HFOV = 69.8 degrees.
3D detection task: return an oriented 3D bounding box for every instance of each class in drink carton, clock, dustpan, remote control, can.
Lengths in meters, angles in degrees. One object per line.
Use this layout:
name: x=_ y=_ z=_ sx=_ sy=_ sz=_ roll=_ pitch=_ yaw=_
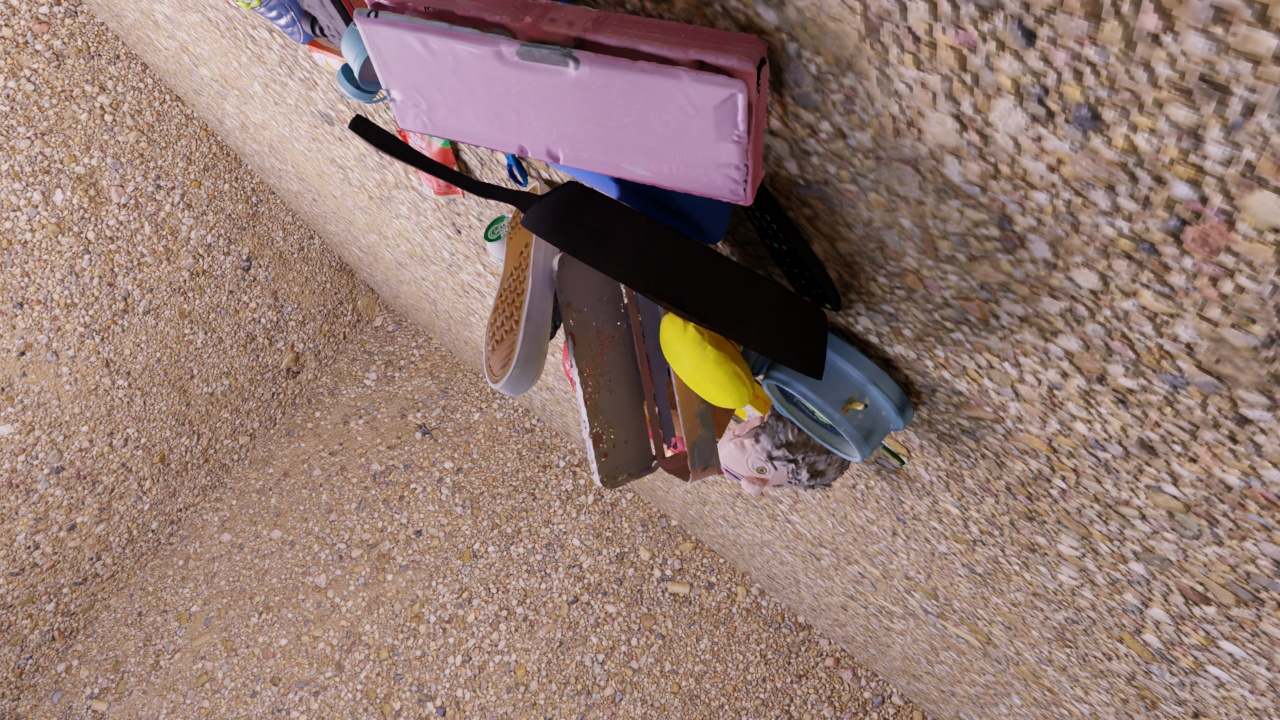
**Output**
drink carton: x=-0.269 y=-0.290 z=0.893 sx=0.069 sy=0.039 sz=0.122 roll=2 pitch=-159 yaw=-44
clock: x=0.142 y=0.020 z=0.733 sx=0.162 sy=0.060 sz=0.118 roll=33 pitch=169 yaw=50
dustpan: x=-0.072 y=-0.198 z=0.582 sx=0.246 sy=0.059 sz=0.257 roll=33 pitch=177 yaw=32
remote control: x=0.098 y=-0.078 z=0.617 sx=0.039 sy=0.010 sz=0.125 roll=25 pitch=161 yaw=52
clock: x=-0.209 y=-0.248 z=0.761 sx=0.042 sy=0.087 sz=0.123 roll=53 pitch=158 yaw=3
can: x=-0.140 y=-0.125 z=1.092 sx=0.053 sy=0.053 sz=0.101 roll=29 pitch=165 yaw=45

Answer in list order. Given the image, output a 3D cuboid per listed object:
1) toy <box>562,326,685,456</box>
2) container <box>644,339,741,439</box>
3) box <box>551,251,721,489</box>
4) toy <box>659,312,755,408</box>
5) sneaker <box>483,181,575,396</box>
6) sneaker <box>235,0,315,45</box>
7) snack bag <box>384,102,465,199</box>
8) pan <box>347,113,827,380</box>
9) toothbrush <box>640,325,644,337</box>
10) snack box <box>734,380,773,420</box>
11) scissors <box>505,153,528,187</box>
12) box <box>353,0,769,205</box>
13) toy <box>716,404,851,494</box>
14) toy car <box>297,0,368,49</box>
toy: x=-0.001 y=0.034 z=1.114 sx=0.216 sy=0.099 sz=0.147 roll=39 pitch=-148 yaw=-9
container: x=0.062 y=0.022 z=0.888 sx=0.061 sy=0.113 sz=0.063 roll=16 pitch=157 yaw=34
box: x=0.007 y=0.002 z=0.796 sx=0.108 sy=0.094 sz=0.216 roll=0 pitch=105 yaw=42
toy: x=0.052 y=0.000 z=0.718 sx=0.095 sy=0.041 sz=0.094 roll=47 pitch=166 yaw=-2
sneaker: x=-0.085 y=-0.064 z=0.846 sx=0.079 sy=0.235 sz=0.088 roll=26 pitch=137 yaw=-27
sneaker: x=-0.400 y=-0.378 z=0.856 sx=0.116 sy=0.091 sz=0.242 roll=28 pitch=165 yaw=38
snack bag: x=-0.240 y=-0.239 z=1.024 sx=0.087 sy=0.044 sz=0.155 roll=31 pitch=162 yaw=16
pan: x=-0.027 y=-0.088 z=0.618 sx=0.356 sy=0.043 sz=0.248 roll=27 pitch=-173 yaw=-3
toothbrush: x=0.024 y=-0.016 z=1.087 sx=0.132 sy=0.016 sz=0.021 roll=42 pitch=168 yaw=0
snack box: x=0.088 y=0.021 z=0.995 sx=0.152 sy=0.025 sz=0.075 roll=38 pitch=169 yaw=11
scissors: x=-0.118 y=-0.197 z=0.859 sx=0.134 sy=0.015 sz=0.103 roll=16 pitch=150 yaw=54
box: x=-0.045 y=-0.145 z=0.505 sx=0.233 sy=0.046 sz=0.098 roll=17 pitch=140 yaw=16
toy: x=0.126 y=0.098 z=0.930 sx=0.176 sy=0.076 sz=0.132 roll=-11 pitch=138 yaw=36
toy car: x=-0.260 y=-0.310 z=0.754 sx=0.081 sy=0.056 sz=0.189 roll=34 pitch=170 yaw=20
